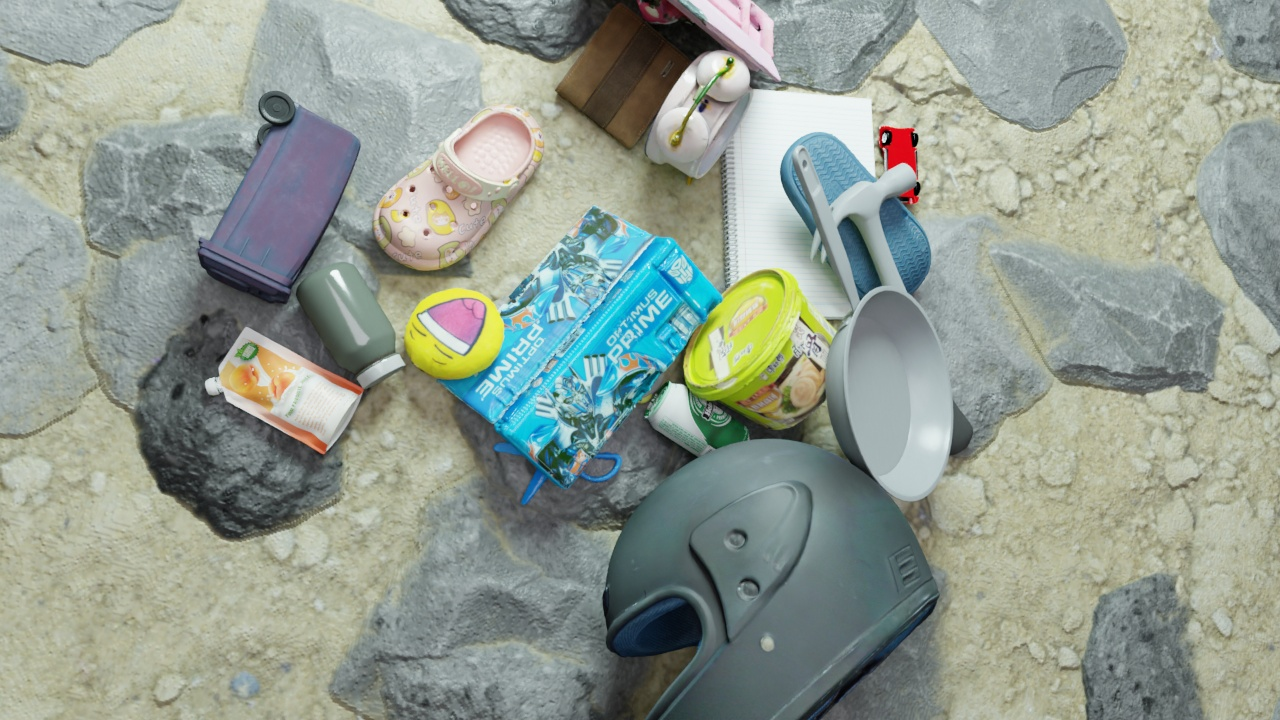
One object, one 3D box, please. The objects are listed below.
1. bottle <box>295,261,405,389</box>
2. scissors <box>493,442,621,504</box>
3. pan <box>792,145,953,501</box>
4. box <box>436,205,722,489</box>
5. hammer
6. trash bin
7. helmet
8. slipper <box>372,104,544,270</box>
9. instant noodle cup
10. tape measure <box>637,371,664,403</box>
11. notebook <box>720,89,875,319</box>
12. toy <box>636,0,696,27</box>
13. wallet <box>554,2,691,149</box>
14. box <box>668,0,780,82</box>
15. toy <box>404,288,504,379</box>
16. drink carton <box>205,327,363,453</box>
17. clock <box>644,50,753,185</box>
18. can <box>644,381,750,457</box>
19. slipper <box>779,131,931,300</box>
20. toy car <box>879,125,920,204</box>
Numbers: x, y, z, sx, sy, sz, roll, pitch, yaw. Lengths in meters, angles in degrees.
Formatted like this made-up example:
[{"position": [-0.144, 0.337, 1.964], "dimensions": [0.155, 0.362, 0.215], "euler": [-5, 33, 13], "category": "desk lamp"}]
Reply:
[{"position": [-0.260, -0.031, 0.830], "dimensions": [0.060, 0.060, 0.108], "euler": [-32, 92, -15], "category": "bottle"}, {"position": [-0.078, 0.080, 0.886], "dimensions": [0.125, 0.015, 0.127], "euler": [3, 79, -15], "category": "scissors"}, {"position": [0.199, -0.031, 0.831], "dimensions": [0.357, 0.051, 0.200], "euler": [58, 48, -22], "category": "pan"}, {"position": [-0.054, -0.024, 0.862], "dimensions": [0.170, 0.071, 0.243], "euler": [39, 77, 2], "category": "box"}, {"position": [0.272, -0.036, 0.941], "dimensions": [0.125, 0.029, 0.311], "euler": [-29, 107, -9], "category": "hammer"}, {"position": [-0.322, -0.138, 0.810], "dimensions": [0.092, 0.094, 0.160], "euler": [27, 76, -19], "category": "trash bin"}, {"position": [0.083, 0.209, 0.799], "dimensions": [0.316, 0.249, 0.236], "euler": [-41, 65, -11], "category": "helmet"}, {"position": [-0.163, -0.168, 0.859], "dimensions": [0.093, 0.082, 0.197], "euler": [44, 74, -7], "category": "slipper"}, {"position": [0.122, -0.005, 0.882], "dimensions": [0.098, 0.146, 0.146], "euler": [36, 76, -24], "category": "instant noodle cup"}, {"position": [-0.005, 0.005, 0.911], "dimensions": [0.064, 0.017, 0.065], "euler": [39, 77, -6], "category": "tape measure"}, {"position": [0.171, -0.166, 0.976], "dimensions": [0.177, 0.013, 0.245], "euler": [0, 84, -15], "category": "notebook"}, {"position": [0.023, -0.364, 0.943], "dimensions": [0.102, 0.050, 0.065], "euler": [-9, 58, -45], "category": "toy"}, {"position": [-0.016, -0.291, 0.938], "dimensions": [0.098, 0.027, 0.121], "euler": [36, 76, -11], "category": "wallet"}, {"position": [0.036, -0.357, 0.874], "dimensions": [0.232, 0.039, 0.178], "euler": [34, 32, -19], "category": "box"}, {"position": [-0.173, -0.025, 0.853], "dimensions": [0.095, 0.041, 0.094], "euler": [39, 73, 19], "category": "toy"}, {"position": [-0.321, 0.026, 0.825], "dimensions": [0.122, 0.039, 0.069], "euler": [29, 77, -3], "category": "drink carton"}, {"position": [0.058, -0.236, 0.878], "dimensions": [0.059, 0.158, 0.117], "euler": [34, 91, 5], "category": "clock"}, {"position": [0.057, 0.065, 0.901], "dimensions": [0.101, 0.053, 0.053], "euler": [33, 77, -9], "category": "can"}, {"position": [0.217, -0.141, 0.952], "dimensions": [0.103, 0.059, 0.213], "euler": [-47, 110, -5], "category": "slipper"}, {"position": [0.282, -0.215, 1.002], "dimensions": [0.038, 0.025, 0.089], "euler": [1, 84, -14], "category": "toy car"}]
